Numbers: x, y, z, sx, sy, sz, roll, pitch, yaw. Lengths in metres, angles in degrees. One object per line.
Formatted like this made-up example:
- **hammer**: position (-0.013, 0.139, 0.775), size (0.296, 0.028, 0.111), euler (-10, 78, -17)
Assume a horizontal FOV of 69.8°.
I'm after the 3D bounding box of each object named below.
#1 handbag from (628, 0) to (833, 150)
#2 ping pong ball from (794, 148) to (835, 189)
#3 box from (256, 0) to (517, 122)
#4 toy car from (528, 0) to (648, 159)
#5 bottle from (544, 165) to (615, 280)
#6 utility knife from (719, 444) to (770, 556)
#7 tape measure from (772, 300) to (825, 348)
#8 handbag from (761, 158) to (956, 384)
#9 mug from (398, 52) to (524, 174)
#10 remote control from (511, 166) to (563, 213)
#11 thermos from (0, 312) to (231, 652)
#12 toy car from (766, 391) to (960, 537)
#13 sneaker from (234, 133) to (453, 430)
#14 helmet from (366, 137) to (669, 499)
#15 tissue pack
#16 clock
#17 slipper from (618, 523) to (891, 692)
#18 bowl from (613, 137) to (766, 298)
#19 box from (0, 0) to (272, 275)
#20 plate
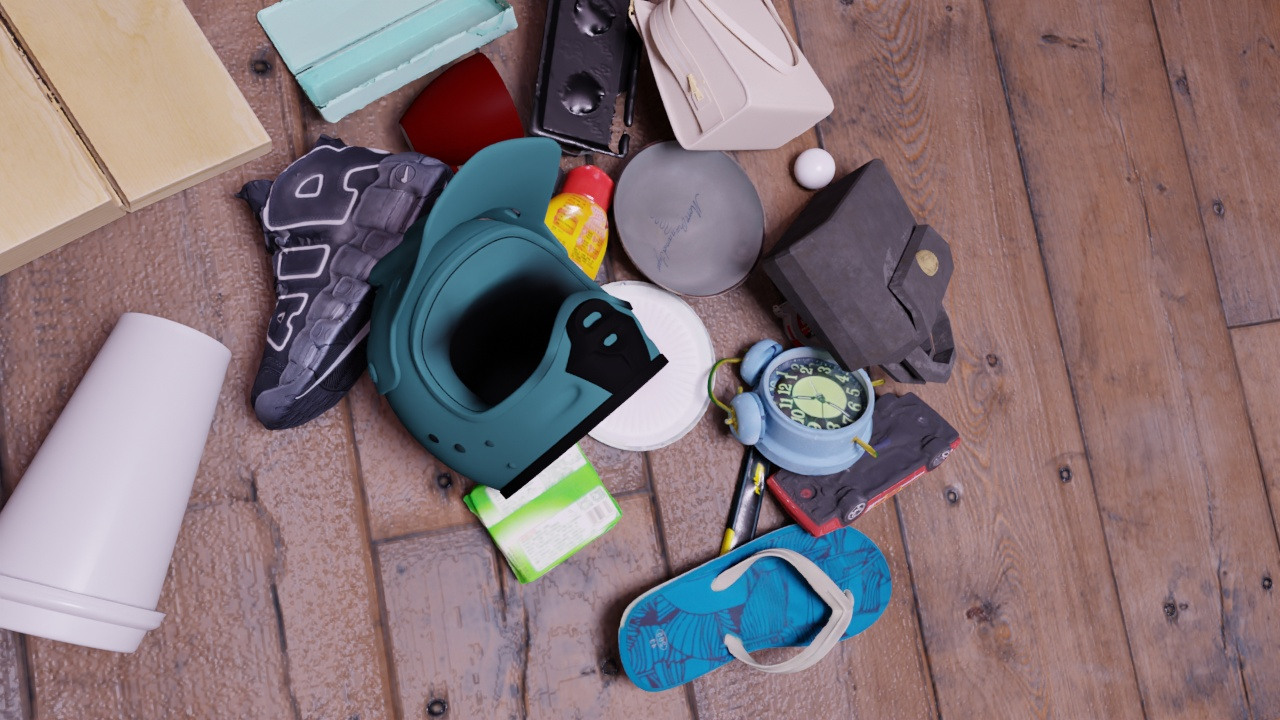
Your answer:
- **handbag**: position (0.072, -0.298, 0.845), size (0.194, 0.102, 0.198), euler (-19, 82, -53)
- **ping pong ball**: position (0.174, -0.191, 0.917), size (0.040, 0.040, 0.040), euler (3, 81, -18)
- **box**: position (-0.217, -0.290, 0.790), size (0.186, 0.052, 0.138), euler (-31, 64, -12)
- **toy car**: position (-0.052, -0.274, 0.838), size (0.094, 0.071, 0.191), euler (9, 79, -18)
- **bottle**: position (-0.064, -0.110, 0.818), size (0.071, 0.049, 0.134), euler (33, 69, -33)
- **utility knife**: position (0.097, 0.144, 0.853), size (0.028, 0.020, 0.172), euler (18, 75, -17)
- **tape measure**: position (0.169, -0.041, 0.903), size (0.060, 0.020, 0.062), euler (-32, 93, -20)
- **handbag**: position (0.229, -0.065, 0.844), size (0.199, 0.103, 0.196), euler (53, 38, -10)
- **mug**: position (-0.153, -0.194, 0.792), size (0.088, 0.087, 0.114), euler (-28, 110, -11)
- **remote control**: position (-0.110, -0.119, 0.818), size (0.045, 0.021, 0.140), euler (33, 70, -44)
- **thermos**: position (-0.375, 0.083, 0.655), size (0.131, 0.132, 0.221), euler (19, 68, -15)
- **toy car**: position (0.214, 0.095, 0.869), size (0.189, 0.056, 0.081), euler (-28, 55, -20)
- **sneaker**: position (-0.269, -0.078, 0.730), size (0.151, 0.097, 0.252), euler (28, 80, 4)
- **helmet**: position (-0.102, -0.026, 0.670), size (0.176, 0.276, 0.200), euler (-41, 90, -31)
- **tissue pack**: position (-0.082, 0.122, 0.788), size (0.113, 0.034, 0.099), euler (-32, 92, -21)
- **clock**: position (0.140, 0.039, 0.842), size (0.162, 0.060, 0.117), euler (11, 50, 5)
- **slipper**: position (0.118, 0.215, 0.811), size (0.294, 0.060, 0.118), euler (-10, 85, -27)
- **bowl**: position (0.038, -0.126, 0.853), size (0.150, 0.057, 0.150), euler (3, 81, -19)
- **box**: position (-0.466, -0.221, 0.709), size (0.252, 0.068, 0.247), euler (-33, 94, -26)
- **plate**: position (-0.005, 0.005, 0.841), size (0.156, 0.014, 0.157), euler (3, 81, -18)
